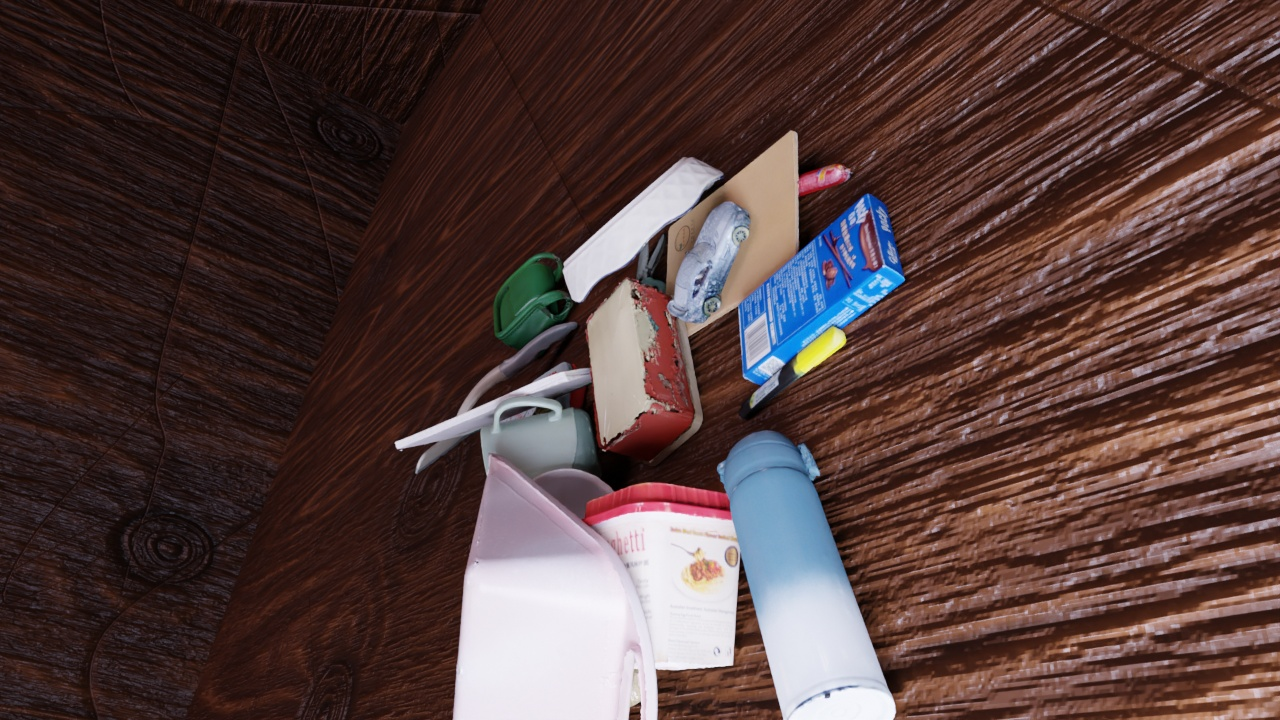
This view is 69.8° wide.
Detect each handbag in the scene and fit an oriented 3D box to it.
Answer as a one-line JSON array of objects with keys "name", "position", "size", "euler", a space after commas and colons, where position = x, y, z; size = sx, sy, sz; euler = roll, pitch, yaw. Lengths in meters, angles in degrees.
[{"name": "handbag", "position": [-0.144, -0.076, 1.260], "size": [0.120, 0.068, 0.131], "euler": [-44, 30, 21]}]

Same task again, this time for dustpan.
[{"name": "dustpan", "position": [-0.069, 0.217, 0.723], "size": [0.273, 0.139, 0.223], "euler": [-109, 24, -77]}]

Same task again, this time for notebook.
[{"name": "notebook", "position": [0.083, -0.111, 0.889], "size": [0.208, 0.008, 0.147], "euler": [-31, 48, 52]}, {"name": "notebook", "position": [-0.136, 0.049, 0.980], "size": [0.209, 0.150, 0.012], "euler": [-23, 84, 19]}]

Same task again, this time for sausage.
[{"name": "sausage", "position": [0.140, -0.158, 0.842], "size": [0.156, 0.020, 0.020], "euler": [-7, 61, 60]}]

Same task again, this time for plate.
[{"name": "plate", "position": [-0.004, -0.141, 0.966], "size": [0.205, 0.045, 0.204], "euler": [-41, 8, 6]}]

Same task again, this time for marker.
[{"name": "marker", "position": [0.119, 0.012, 0.735], "size": [0.124, 0.015, 0.018], "euler": [-45, 31, 40]}]

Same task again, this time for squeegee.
[{"name": "squeegee", "position": [-0.179, 0.024, 1.197], "size": [0.247, 0.039, 0.246], "euler": [-43, 1, 12]}]

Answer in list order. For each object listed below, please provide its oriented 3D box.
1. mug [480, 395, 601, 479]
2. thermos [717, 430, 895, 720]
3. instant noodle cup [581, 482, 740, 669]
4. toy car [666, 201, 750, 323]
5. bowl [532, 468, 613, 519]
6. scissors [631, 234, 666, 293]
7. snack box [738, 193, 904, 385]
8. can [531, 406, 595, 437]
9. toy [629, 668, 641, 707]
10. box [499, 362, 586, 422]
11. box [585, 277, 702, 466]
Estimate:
[{"name": "mug", "position": [-0.099, 0.082, 0.902], "size": [0.082, 0.106, 0.112], "euler": [-103, 1, -62]}, {"name": "thermos", "position": [0.102, 0.135, 0.599], "size": [0.070, 0.070, 0.220], "euler": [-50, 29, 28]}, {"name": "instant noodle cup", "position": [0.018, 0.166, 0.689], "size": [0.117, 0.116, 0.124], "euler": [-28, 56, 51]}, {"name": "toy car", "position": [0.064, -0.093, 0.868], "size": [0.121, 0.036, 0.054], "euler": [-66, 28, 8]}, {"name": "bowl", "position": [-0.062, 0.161, 0.865], "size": [0.118, 0.118, 0.064], "euler": [-65, -10, 0]}, {"name": "scissors", "position": [-0.014, -0.057, 1.042], "size": [0.178, 0.019, 0.173], "euler": [-42, 35, 41]}, {"name": "snack box", "position": [0.140, -0.054, 0.738], "size": [0.158, 0.026, 0.084], "euler": [-42, 34, 39]}, {"name": "can", "position": [-0.109, 0.112, 1.004], "size": [0.111, 0.075, 0.075], "euler": [-55, 27, 20]}, {"name": "toy", "position": [-0.051, 0.280, 0.771], "size": [0.158, 0.066, 0.105], "euler": [-39, 77, 35]}, {"name": "box", "position": [-0.137, 0.070, 1.126], "size": [0.202, 0.048, 0.087], "euler": [-32, 41, 47]}, {"name": "box", "position": [-0.005, 0.005, 0.880], "size": [0.092, 0.079, 0.168], "euler": [-45, 39, 36]}]
